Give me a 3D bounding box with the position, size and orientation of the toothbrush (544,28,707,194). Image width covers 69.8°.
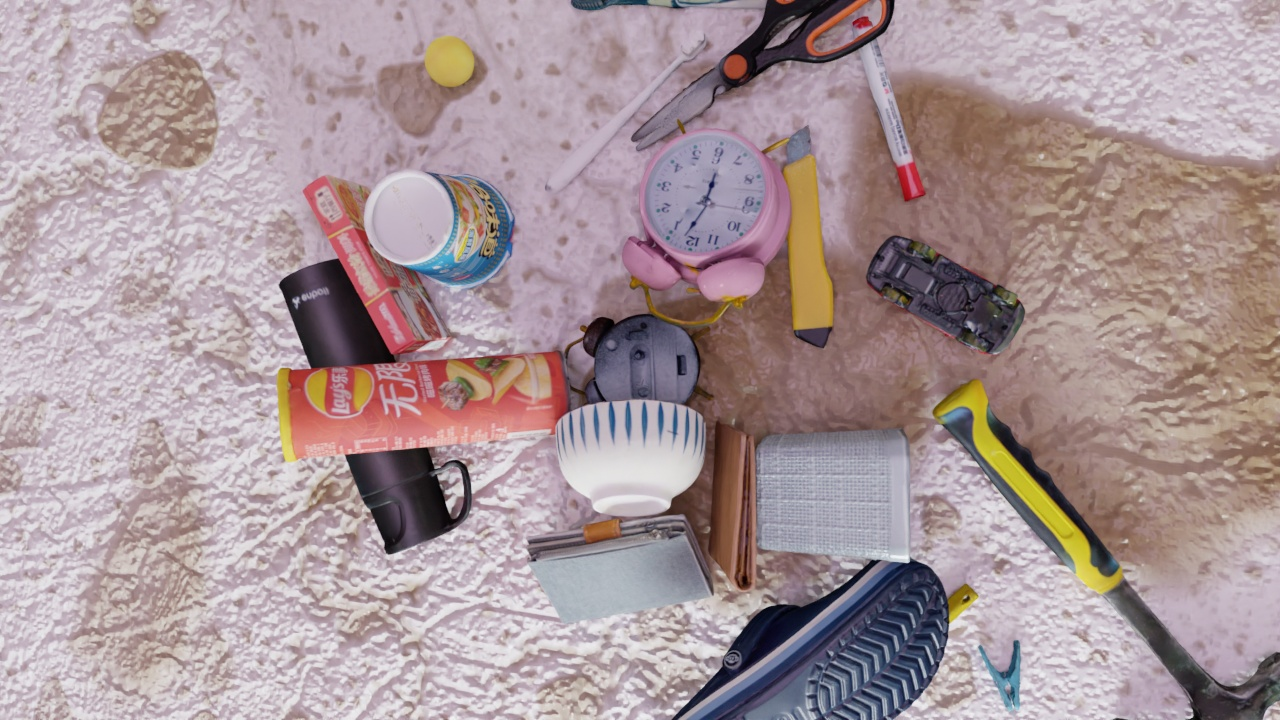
[{"bbox_3d":[-0.013,-0.200,0.744,0.180,0.016,0.016,-43,83,9],"label":"toothbrush"}]

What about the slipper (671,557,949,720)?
[{"bbox_3d":[0.122,0.240,0.704,0.253,0.095,0.105,-37,117,-2],"label":"slipper"}]

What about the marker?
[{"bbox_3d":[0.191,-0.194,0.709,0.017,0.017,0.145,-17,89,10],"label":"marker"}]

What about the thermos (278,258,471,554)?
[{"bbox_3d":[-0.216,0.034,0.768,0.090,0.068,0.242,-22,90,-1],"label":"thermos"}]

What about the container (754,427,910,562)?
[{"bbox_3d":[0.144,0.099,0.696,0.111,0.090,0.090,-1,92,14],"label":"container"}]

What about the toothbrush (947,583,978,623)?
[{"bbox_3d":[0.194,0.246,0.727,0.015,0.016,0.190,45,99,5],"label":"toothbrush"}]

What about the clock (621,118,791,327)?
[{"bbox_3d":[0.049,-0.101,0.701,0.117,0.059,0.158,14,86,18],"label":"clock"}]

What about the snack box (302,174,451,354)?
[{"bbox_3d":[-0.215,-0.077,0.755,0.025,0.075,0.153,-30,87,10],"label":"snack box"}]

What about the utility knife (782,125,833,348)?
[{"bbox_3d":[0.132,-0.097,0.724,0.033,0.015,0.176,-4,90,4],"label":"utility knife"}]

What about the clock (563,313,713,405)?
[{"bbox_3d":[-0.004,0.004,0.732,0.122,0.055,0.082,-2,93,11],"label":"clock"}]

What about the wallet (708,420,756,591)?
[{"bbox_3d":[0.069,0.107,0.701,0.020,0.101,0.115,1,92,-7],"label":"wallet"}]

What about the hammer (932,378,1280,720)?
[{"bbox_3d":[0.338,0.153,0.691,0.126,0.032,0.323,-41,86,8],"label":"hammer"}]

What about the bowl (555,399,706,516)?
[{"bbox_3d":[-0.007,0.080,0.697,0.116,0.116,0.066,-7,65,10],"label":"bowl"}]

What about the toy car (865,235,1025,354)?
[{"bbox_3d":[0.229,-0.050,0.694,0.120,0.045,0.053,31,99,5],"label":"toy car"}]

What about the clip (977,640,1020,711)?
[{"bbox_3d":[0.284,0.246,0.713,0.034,0.013,0.055,-9,89,11],"label":"clip"}]

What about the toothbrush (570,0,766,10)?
[{"bbox_3d":[0.036,-0.289,0.731,0.192,0.018,0.016,3,94,10],"label":"toothbrush"}]

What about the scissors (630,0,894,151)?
[{"bbox_3d":[0.080,-0.249,0.721,0.235,0.021,0.139,-11,91,17],"label":"scissors"}]

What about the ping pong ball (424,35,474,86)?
[{"bbox_3d":[-0.157,-0.246,0.755,0.040,0.040,0.040,0,92,10],"label":"ping pong ball"}]

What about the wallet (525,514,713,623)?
[{"bbox_3d":[-0.016,0.162,0.732,0.130,0.036,0.107,-12,130,11],"label":"wallet"}]

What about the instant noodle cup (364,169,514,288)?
[{"bbox_3d":[-0.162,-0.108,0.727,0.099,0.110,0.099,0,92,10],"label":"instant noodle cup"}]

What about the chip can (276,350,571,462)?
[{"bbox_3d":[-0.165,0.034,0.710,0.216,0.073,0.073,-4,92,-15],"label":"chip can"}]
